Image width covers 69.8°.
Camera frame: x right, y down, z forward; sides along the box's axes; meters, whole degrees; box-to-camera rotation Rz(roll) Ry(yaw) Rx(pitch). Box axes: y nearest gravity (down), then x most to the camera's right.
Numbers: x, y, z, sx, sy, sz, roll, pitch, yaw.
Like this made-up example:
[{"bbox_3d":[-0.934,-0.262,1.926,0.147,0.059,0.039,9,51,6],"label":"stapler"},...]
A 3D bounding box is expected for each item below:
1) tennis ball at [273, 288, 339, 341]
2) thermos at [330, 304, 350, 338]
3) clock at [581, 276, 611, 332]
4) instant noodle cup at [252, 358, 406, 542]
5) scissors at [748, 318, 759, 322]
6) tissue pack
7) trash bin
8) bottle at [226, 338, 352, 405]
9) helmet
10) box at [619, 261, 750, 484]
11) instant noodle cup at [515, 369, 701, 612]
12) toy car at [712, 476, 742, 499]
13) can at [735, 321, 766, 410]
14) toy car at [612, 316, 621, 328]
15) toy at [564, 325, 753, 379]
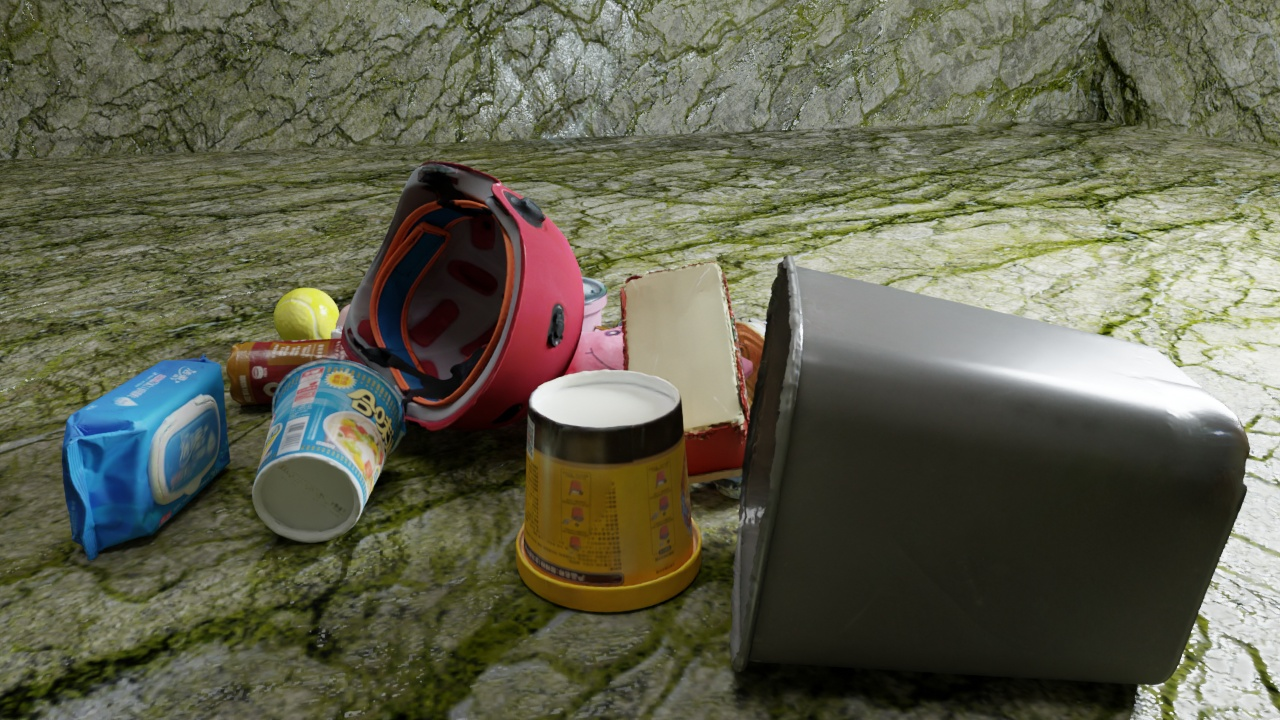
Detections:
[{"bbox_3d":[-0.352,-0.044,0.968,0.065,0.065,0.065,-1,21,0],"label":"tennis ball"},{"bbox_3d":[-0.202,-0.022,0.897,0.199,0.067,0.087,5,9,11],"label":"thermos"},{"bbox_3d":[-0.113,-0.048,0.984,0.158,0.060,0.117,-2,21,-8],"label":"clock"},{"bbox_3d":[-0.221,0.066,0.642,0.099,0.099,0.109,-2,27,-4],"label":"instant noodle cup"},{"bbox_3d":[0.135,-0.013,0.940,0.179,0.019,0.170,-12,25,-26],"label":"scissors"},{"bbox_3d":[-0.341,0.062,0.643,0.052,0.095,0.157,7,21,4],"label":"tissue pack"},{"bbox_3d":[0.169,0.063,0.507,0.220,0.199,0.198,8,21,4],"label":"trash bin"},{"bbox_3d":[-0.279,0.008,0.837,0.175,0.057,0.057,-3,21,-7],"label":"bottle"},{"bbox_3d":[-0.122,-0.037,0.752,0.143,0.207,0.240,15,19,-45],"label":"helmet"},{"bbox_3d":[0.034,0.001,0.682,0.091,0.077,0.168,-10,47,7],"label":"box"},{"bbox_3d":[-0.021,0.075,0.570,0.118,0.114,0.118,-1,21,0],"label":"instant noodle cup"},{"bbox_3d":[0.092,0.073,0.685,0.090,0.034,0.043,-32,40,-31],"label":"toy car"},{"bbox_3d":[0.121,0.010,0.798,0.049,0.075,0.148,-4,21,-17],"label":"can"},{"bbox_3d":[0.007,-0.042,1.002,0.048,0.032,0.105,9,34,23],"label":"toy car"},{"bbox_3d":[-0.005,0.005,0.799,0.195,0.075,0.178,12,45,24],"label":"toy"}]
